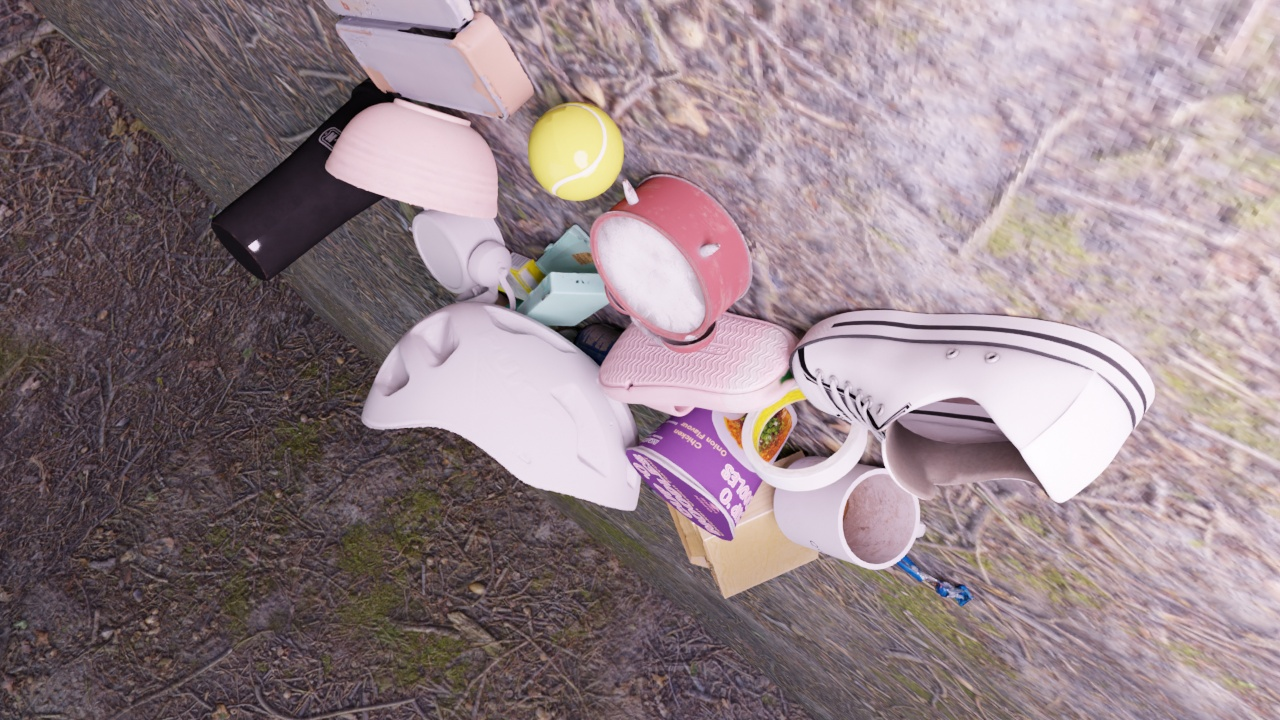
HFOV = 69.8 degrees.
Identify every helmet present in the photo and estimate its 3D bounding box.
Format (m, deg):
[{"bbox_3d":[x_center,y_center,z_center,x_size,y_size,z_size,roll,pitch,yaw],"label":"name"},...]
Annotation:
[{"bbox_3d":[-0.117,0.059,0.902,0.282,0.184,0.224,39,-176,7],"label":"helmet"}]

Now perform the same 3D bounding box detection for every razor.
[{"bbox_3d":[0.258,0.195,0.899,0.141,0.018,0.044,36,164,19],"label":"razor"}]

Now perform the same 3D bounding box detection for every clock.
[{"bbox_3d":[0.023,-0.064,0.669,0.110,0.061,0.157,37,150,16],"label":"clock"},{"bbox_3d":[-0.184,-0.112,0.998,0.159,0.060,0.120,50,149,6],"label":"clock"}]

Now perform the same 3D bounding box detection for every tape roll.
[{"bbox_3d":[0.124,0.055,0.700,0.094,0.094,0.019,27,159,42],"label":"tape roll"}]

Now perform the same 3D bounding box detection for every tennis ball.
[{"bbox_3d":[-0.044,-0.142,0.624,0.065,0.065,0.065,38,164,13],"label":"tennis ball"}]

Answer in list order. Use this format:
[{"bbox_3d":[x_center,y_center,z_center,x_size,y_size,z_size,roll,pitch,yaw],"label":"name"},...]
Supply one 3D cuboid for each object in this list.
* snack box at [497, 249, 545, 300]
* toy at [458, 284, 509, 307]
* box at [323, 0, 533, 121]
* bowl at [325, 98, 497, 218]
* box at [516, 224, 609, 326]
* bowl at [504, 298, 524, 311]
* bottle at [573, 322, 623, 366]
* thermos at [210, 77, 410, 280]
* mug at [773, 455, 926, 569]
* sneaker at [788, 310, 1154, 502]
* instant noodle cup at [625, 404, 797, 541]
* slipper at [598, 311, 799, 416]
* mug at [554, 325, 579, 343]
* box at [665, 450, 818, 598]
[{"bbox_3d":[-0.156,-0.103,1.065,0.149,0.025,0.061,24,156,47],"label":"snack box"},{"bbox_3d":[-0.203,-0.057,1.223,0.176,0.076,0.133,52,163,-8],"label":"toy"},{"bbox_3d":[-0.182,-0.261,0.695,0.216,0.043,0.151,26,154,44],"label":"box"},{"bbox_3d":[-0.190,-0.182,0.800,0.153,0.076,0.153,17,-167,-4],"label":"bowl"},{"bbox_3d":[-0.071,-0.086,0.913,0.077,0.080,0.189,2,173,-16],"label":"box"},{"bbox_3d":[-0.162,-0.025,1.105,0.046,0.121,0.121,8,167,-8],"label":"bowl"},{"bbox_3d":[-0.006,0.006,0.945,0.161,0.056,0.056,25,157,46],"label":"bottle"},{"bbox_3d":[-0.301,-0.173,0.884,0.106,0.218,0.106,34,155,18],"label":"thermos"},{"bbox_3d":[0.193,0.134,0.802,0.119,0.083,0.096,16,174,-23],"label":"mug"},{"bbox_3d":[0.166,0.036,0.546,0.091,0.097,0.246,49,162,-24],"label":"sneaker"},{"bbox_3d":[0.075,0.075,0.819,0.122,0.121,0.137,46,164,-16],"label":"instant noodle cup"},{"bbox_3d":[0.042,0.004,0.748,0.222,0.106,0.056,10,146,52],"label":"slipper"},{"bbox_3d":[-0.085,0.008,1.117,0.081,0.085,0.111,50,-165,-33],"label":"mug"},{"bbox_3d":[0.097,0.159,0.990,0.184,0.141,0.249,41,166,26],"label":"box"}]
